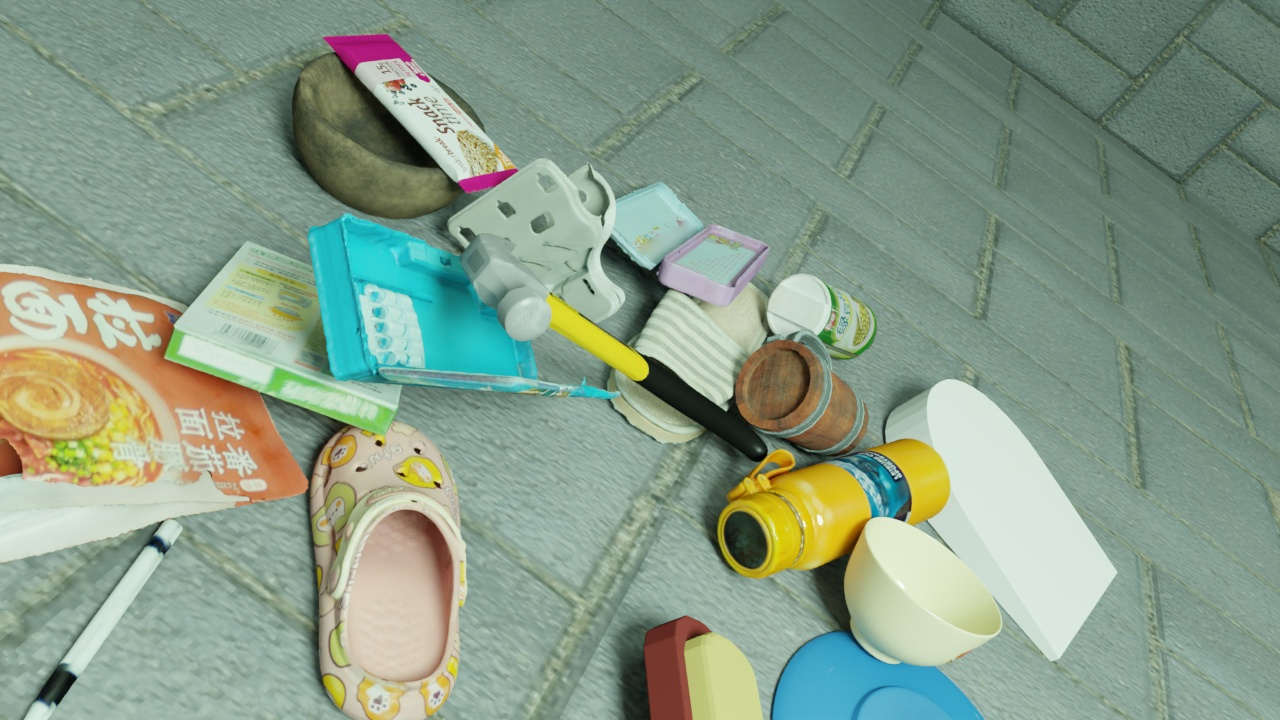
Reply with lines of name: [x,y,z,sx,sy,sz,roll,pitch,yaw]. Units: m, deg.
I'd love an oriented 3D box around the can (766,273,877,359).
can: [0.183,-0.042,0.916,0.120,0.067,0.067,14,40,-52]

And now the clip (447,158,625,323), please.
clip: [-0.069,-0.101,0.779,0.151,0.127,0.105,42,43,-29]

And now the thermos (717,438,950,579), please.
thermos: [0.157,0.116,0.756,0.232,0.076,0.091,-9,31,-42]

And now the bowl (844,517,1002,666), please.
bowl: [0.199,0.186,0.692,0.118,0.074,0.117,26,23,-12]

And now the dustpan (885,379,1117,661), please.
dustpan: [0.349,0.144,0.915,0.191,0.053,0.257,-20,75,-47]

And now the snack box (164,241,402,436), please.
snack box: [-0.219,-0.020,0.607,0.132,0.027,0.168,22,19,-17]

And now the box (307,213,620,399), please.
box: [-0.107,-0.006,0.601,0.168,0.086,0.227,43,9,15]

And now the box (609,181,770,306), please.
box: [0.046,-0.119,0.909,0.151,0.041,0.213,35,24,5]

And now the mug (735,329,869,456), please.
mug: [0.145,0.022,0.810,0.111,0.082,0.117,29,50,-46]

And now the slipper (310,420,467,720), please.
slipper: [-0.138,0.107,0.536,0.093,0.082,0.197,11,46,-30]

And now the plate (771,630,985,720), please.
plate: [0.192,0.289,0.639,0.224,0.024,0.223,21,40,-19]

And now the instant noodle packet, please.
instant noodle packet: [-0.315,0.028,0.511,0.220,0.084,0.164,1,44,-51]

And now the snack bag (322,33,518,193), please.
snack bag: [-0.181,-0.212,0.770,0.196,0.016,0.070,47,41,14]

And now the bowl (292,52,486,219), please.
bowl: [-0.218,-0.187,0.788,0.162,0.070,0.162,21,40,-19]

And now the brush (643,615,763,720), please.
brush: [0.046,0.235,0.543,0.082,0.042,0.173,46,26,-40]

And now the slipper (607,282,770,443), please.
slipper: [0.060,-0.018,0.842,0.114,0.054,0.271,44,37,2]

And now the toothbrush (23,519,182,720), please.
toothbrush: [-0.275,0.147,0.441,0.012,0.017,0.186,18,40,-4]

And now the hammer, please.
hammer: [-0.004,0.004,0.659,0.323,0.029,0.127,34,10,-44]
